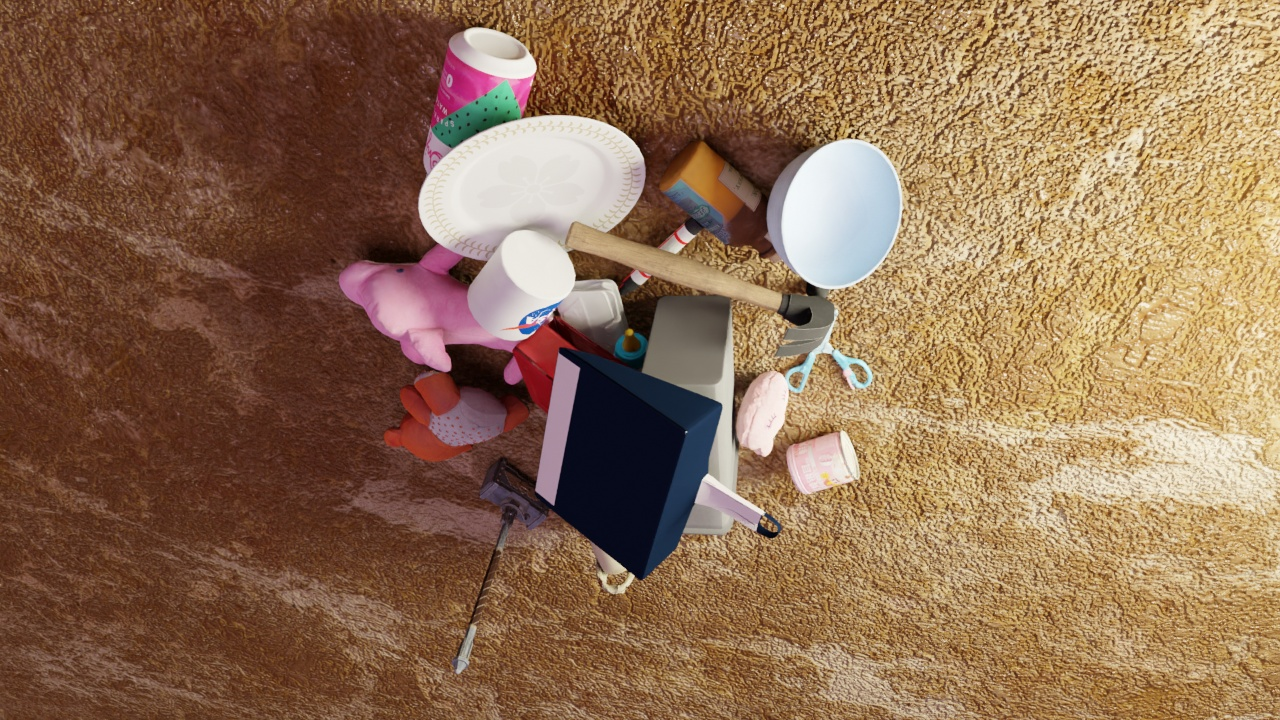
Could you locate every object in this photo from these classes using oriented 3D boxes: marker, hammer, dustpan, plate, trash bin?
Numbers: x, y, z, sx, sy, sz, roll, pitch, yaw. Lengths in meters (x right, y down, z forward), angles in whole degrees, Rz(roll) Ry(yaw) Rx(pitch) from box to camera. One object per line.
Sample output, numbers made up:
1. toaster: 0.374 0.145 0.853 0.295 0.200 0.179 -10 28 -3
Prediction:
1. marker: 0.018 -0.117 1.069 0.019 0.019 0.146 38 124 -18
2. hammer: 0.065 -0.090 1.014 0.305 0.132 0.040 18 129 -2
3. hammer: -0.196 0.273 1.213 0.098 0.321 0.044 37 124 -18
4. dustpan: 0.021 0.127 1.005 0.273 0.079 0.237 34 132 24
5. plate: -0.113 -0.180 0.974 0.242 0.016 0.243 -13 155 -6
6. trash bin: 0.063 0.063 1.093 0.098 0.191 0.220 0 126 9

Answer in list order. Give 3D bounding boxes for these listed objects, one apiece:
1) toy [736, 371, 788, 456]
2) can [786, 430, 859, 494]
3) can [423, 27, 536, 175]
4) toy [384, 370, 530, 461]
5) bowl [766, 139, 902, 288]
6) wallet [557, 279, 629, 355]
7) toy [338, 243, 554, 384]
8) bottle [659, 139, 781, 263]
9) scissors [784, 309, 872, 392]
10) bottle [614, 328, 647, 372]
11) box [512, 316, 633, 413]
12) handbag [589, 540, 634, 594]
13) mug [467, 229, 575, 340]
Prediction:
1. toy: 0.155 0.071 1.145 0.053 0.108 0.105 14 153 22
2. can: 0.237 0.133 1.193 0.076 0.067 0.067 -20 121 22
3. can: -0.170 -0.252 0.955 0.088 0.088 0.166 20 128 -6
4. toy: -0.250 0.076 1.213 0.163 0.092 0.173 18 145 -38
5. bowl: 0.190 -0.156 0.958 0.150 0.075 0.151 -8 110 -23
6. wallet: -0.059 -0.048 1.119 0.086 0.032 0.116 -2 137 18
7. toy: -0.234 -0.044 1.102 0.265 0.127 0.187 16 123 -16
8. bottle: 0.099 -0.163 0.989 0.157 0.067 0.068 37 124 -18
9. scissors: 0.218 -0.002 1.131 0.126 0.015 0.136 -31 111 28
10. bottle: -0.007 0.007 1.118 0.051 0.051 0.146 2 146 8
11. box: -0.064 0.034 1.111 0.158 0.086 0.129 37 158 29
12. handbag: -0.061 0.183 1.224 0.132 0.183 0.229 1 144 13
13. mug: -0.127 -0.091 1.042 0.091 0.121 0.090 48 134 0
